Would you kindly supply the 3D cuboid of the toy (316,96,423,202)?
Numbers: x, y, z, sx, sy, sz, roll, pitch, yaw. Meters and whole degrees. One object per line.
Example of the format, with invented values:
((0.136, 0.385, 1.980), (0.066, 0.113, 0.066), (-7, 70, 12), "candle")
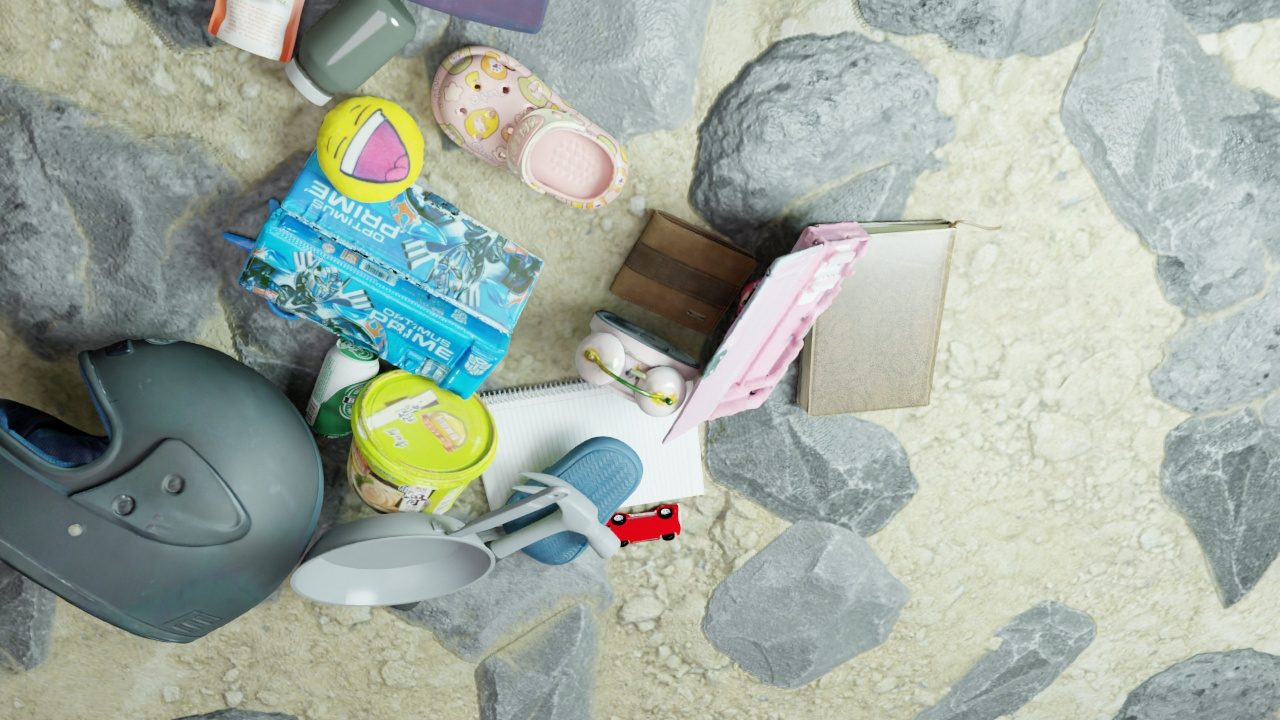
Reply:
((-0.242, -0.189, 0.823), (0.094, 0.041, 0.095), (34, 84, -23), "toy")

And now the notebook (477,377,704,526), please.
((-0.058, 0.097, 1.020), (0.245, 0.013, 0.178), (-9, 120, -1), "notebook")

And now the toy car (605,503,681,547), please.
((0.004, 0.192, 1.069), (0.089, 0.025, 0.038), (-8, 118, -1), "toy car")

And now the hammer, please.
((-0.177, 0.215, 1.020), (0.312, 0.029, 0.125), (-28, 112, 26), "hammer")

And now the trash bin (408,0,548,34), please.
((-0.149, -0.333, 0.736), (0.160, 0.093, 0.092), (12, 125, -14), "trash bin")

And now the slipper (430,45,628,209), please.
((-0.098, -0.196, 0.822), (0.197, 0.081, 0.093), (31, 111, -23), "slipper")

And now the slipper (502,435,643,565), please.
((-0.078, 0.149, 1.010), (0.104, 0.059, 0.214), (35, 123, -12), "slipper")

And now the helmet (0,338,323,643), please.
((-0.448, 0.094, 0.852), (0.316, 0.249, 0.235), (40, 78, -19), "helmet")

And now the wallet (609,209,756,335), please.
((0.044, -0.087, 0.926), (0.121, 0.026, 0.099), (23, 116, -18), "wallet")

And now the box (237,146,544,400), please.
((-0.229, -0.077, 0.862), (0.243, 0.071, 0.170), (29, 102, -19), "box")

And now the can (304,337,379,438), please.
((-0.303, 0.029, 0.933), (0.053, 0.053, 0.101), (21, 114, -16), "can")

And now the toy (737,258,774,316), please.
((0.121, -0.058, 0.937), (0.065, 0.050, 0.102), (-42, 150, -11), "toy")

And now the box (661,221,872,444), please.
((0.112, -0.027, 0.874), (0.178, 0.039, 0.233), (-17, 145, -48), "box")

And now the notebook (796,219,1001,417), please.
((0.266, -0.045, 0.965), (0.190, 0.034, 0.216), (-4, 118, -4), "notebook")

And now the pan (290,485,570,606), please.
((-0.195, 0.173, 0.896), (0.358, 0.050, 0.200), (-33, 144, 32), "pan")

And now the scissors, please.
((-0.334, -0.096, 0.886), (0.127, 0.015, 0.125), (-8, 120, -6), "scissors")

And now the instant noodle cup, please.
((-0.227, 0.089, 0.927), (0.146, 0.146, 0.098), (21, 130, -16), "instant noodle cup")

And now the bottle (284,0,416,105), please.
((-0.247, -0.268, 0.778), (0.108, 0.060, 0.060), (-36, 116, 13), "bottle")

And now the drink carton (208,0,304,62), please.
((-0.311, -0.320, 0.762), (0.069, 0.039, 0.122), (19, 108, -16), "drink carton")

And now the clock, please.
((-0.005, 0.005, 0.891), (0.117, 0.158, 0.059), (28, 99, -4), "clock")
